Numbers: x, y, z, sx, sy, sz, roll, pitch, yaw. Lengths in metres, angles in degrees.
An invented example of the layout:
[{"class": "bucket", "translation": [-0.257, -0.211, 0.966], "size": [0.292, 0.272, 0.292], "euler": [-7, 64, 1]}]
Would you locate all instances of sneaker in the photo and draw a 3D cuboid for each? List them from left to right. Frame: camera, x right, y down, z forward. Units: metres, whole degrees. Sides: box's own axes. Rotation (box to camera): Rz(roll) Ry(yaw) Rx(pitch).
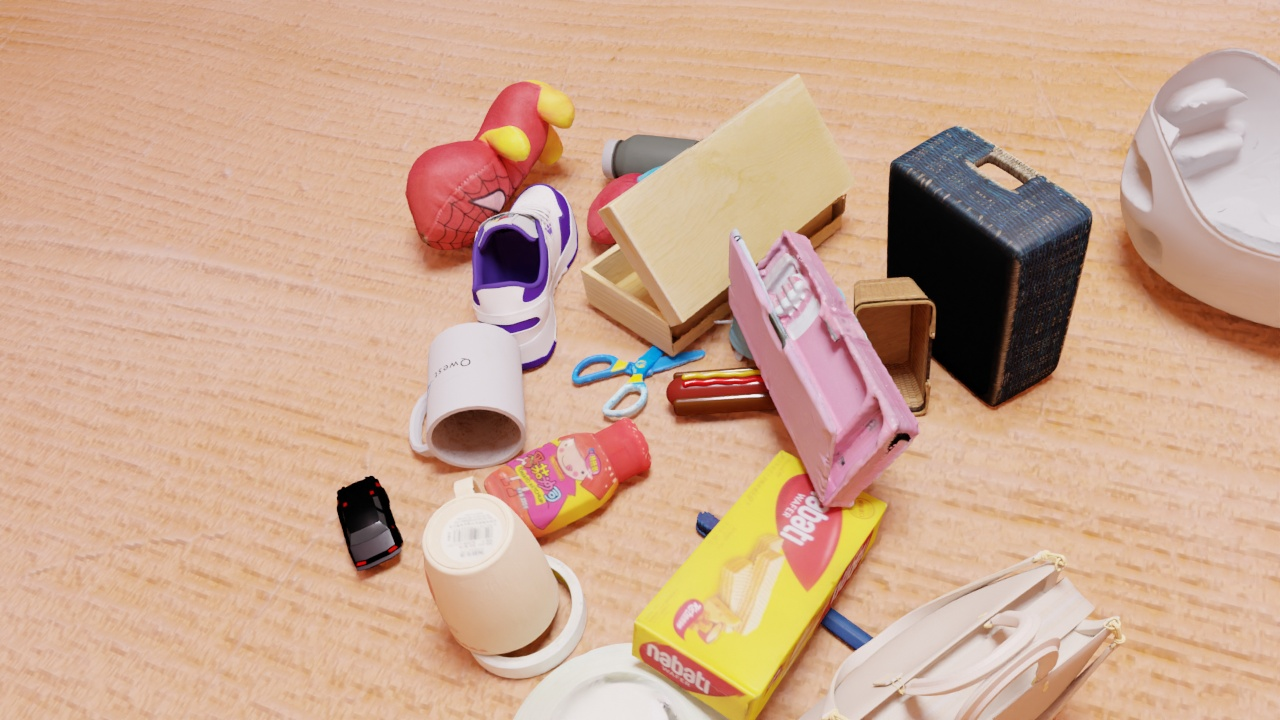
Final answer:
[{"class": "sneaker", "translation": [-0.120, -0.113, 0.904], "size": [0.092, 0.111, 0.243], "euler": [-4, 48, 7]}]

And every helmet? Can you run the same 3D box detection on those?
[{"class": "helmet", "translation": [0.545, -0.128, 0.742], "size": [0.283, 0.184, 0.223], "euler": [20, 60, 34]}]

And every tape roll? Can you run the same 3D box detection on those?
[{"class": "tape roll", "translation": [-0.088, 0.190, 0.689], "size": [0.094, 0.019, 0.093], "euler": [-6, 48, 6]}]

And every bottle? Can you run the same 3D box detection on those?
[{"class": "bottle", "translation": [-0.056, 0.094, 0.749], "size": [0.134, 0.048, 0.071], "euler": [-25, 47, -13]}, {"class": "bottle", "translation": [0.015, -0.216, 1.006], "size": [0.108, 0.060, 0.060], "euler": [11, 51, 19]}]

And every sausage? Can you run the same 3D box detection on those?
[{"class": "sausage", "translation": [0.099, 0.024, 0.789], "size": [0.156, 0.040, 0.040], "euler": [-4, 48, 7]}]

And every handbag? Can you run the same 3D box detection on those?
[{"class": "handbag", "translation": [0.180, 0.184, 0.517], "size": [0.194, 0.198, 0.101], "euler": [-30, 65, -16]}]

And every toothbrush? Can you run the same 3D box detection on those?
[{"class": "toothbrush", "translation": [0.112, 0.167, 0.673], "size": [0.190, 0.017, 0.016], "euler": [33, 61, 33]}]

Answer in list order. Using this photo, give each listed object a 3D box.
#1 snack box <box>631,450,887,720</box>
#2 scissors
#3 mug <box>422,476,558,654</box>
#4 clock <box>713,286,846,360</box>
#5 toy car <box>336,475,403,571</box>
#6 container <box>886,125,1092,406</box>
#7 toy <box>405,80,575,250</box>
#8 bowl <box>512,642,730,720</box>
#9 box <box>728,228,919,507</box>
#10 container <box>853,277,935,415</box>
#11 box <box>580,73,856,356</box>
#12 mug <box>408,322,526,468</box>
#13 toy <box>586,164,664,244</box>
[{"class": "snack box", "translation": [0.089, 0.151, 0.644], "size": [0.092, 0.042, 0.200], "euler": [27, 45, 25]}, {"class": "scissors", "translation": [0.004, 0.011, 0.835], "size": [0.131, 0.018, 0.109], "euler": [-15, 47, -5]}, {"class": "mug", "translation": [-0.113, 0.137, 0.657], "size": [0.085, 0.104, 0.111], "euler": [-16, 49, -5]}, {"class": "clock", "translation": [0.135, -0.041, 0.845], "size": [0.123, 0.042, 0.087], "euler": [-27, 49, -21]}, {"class": "toy car", "translation": [-0.227, 0.130, 0.758], "size": [0.042, 0.036, 0.091], "euler": [-24, 49, -11]}, {"class": "container", "translation": [0.270, -0.073, 0.743], "size": [0.071, 0.188, 0.145], "euler": [-29, 50, -11]}, {"class": "toy", "translation": [-0.165, -0.205, 0.978], "size": [0.099, 0.148, 0.215], "euler": [39, 67, 6]}, {"class": "bowl", "translation": [-0.013, 0.254, 0.592], "size": [0.177, 0.058, 0.176], "euler": [-6, 48, 6]}, {"class": "box", "translation": [0.115, -0.005, 0.708], "size": [0.080, 0.099, 0.232], "euler": [15, 39, -30]}, {"class": "container", "translation": [0.205, -0.015, 0.762], "size": [0.063, 0.114, 0.061], "euler": [-3, 35, 7]}, {"class": "box", "translation": [0.079, -0.131, 0.871], "size": [0.248, 0.179, 0.142], "euler": [-39, 73, -24]}, {"class": "mug", "translation": [-0.158, 0.039, 0.806], "size": [0.120, 0.083, 0.096], "euler": [-32, 44, 21]}, {"class": "toy", "translation": [0.001, -0.166, 0.944], "size": [0.133, 0.062, 0.092], "euler": [-27, 22, 25]}]
